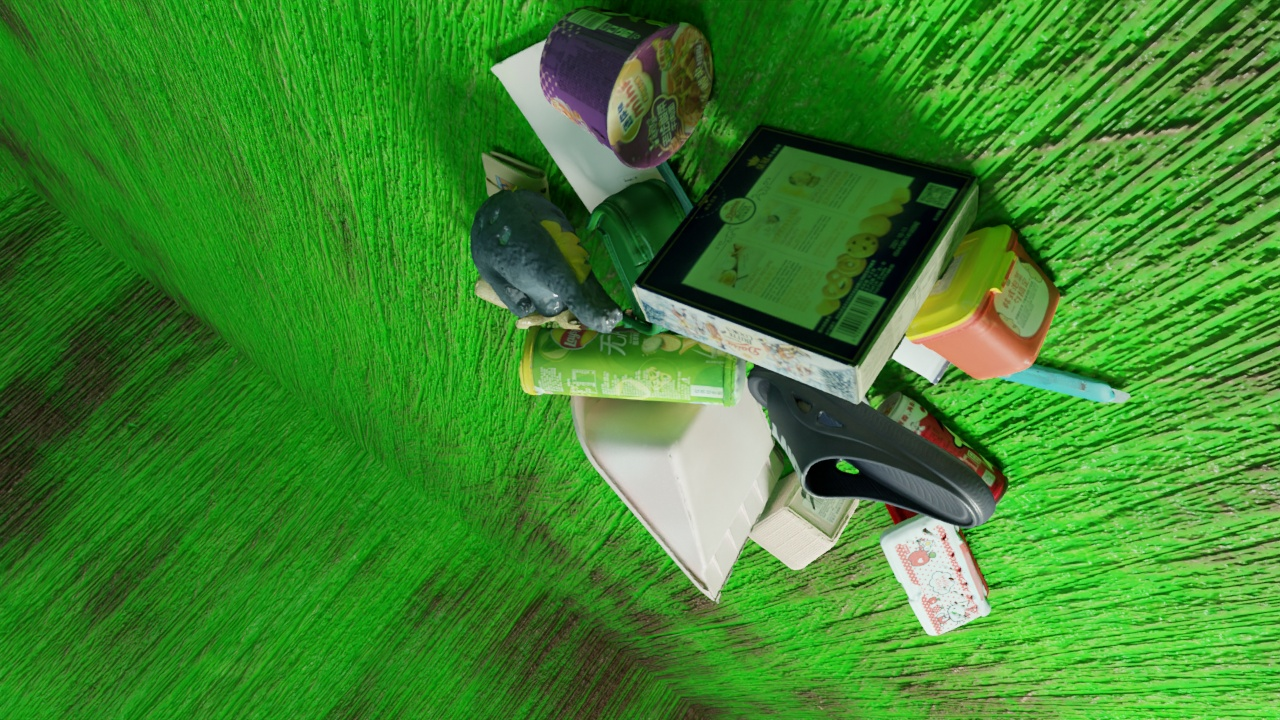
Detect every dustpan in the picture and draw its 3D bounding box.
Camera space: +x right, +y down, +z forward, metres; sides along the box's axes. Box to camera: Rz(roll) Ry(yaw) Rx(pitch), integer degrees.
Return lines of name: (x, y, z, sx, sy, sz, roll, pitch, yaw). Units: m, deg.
dustpan: (0.039, 0.092, 1.035, 0.139, 0.221, 0.274, 4, 128, 32)

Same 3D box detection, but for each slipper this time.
slipper: (0.184, 0.085, 0.832, 0.268, 0.083, 0.111, 31, 163, 40)

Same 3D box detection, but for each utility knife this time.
utility knife: (0.312, 0.010, 0.746, 0.161, 0.013, 0.029, 17, 150, 39)

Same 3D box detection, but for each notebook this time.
notebook: (-0.041, -0.200, 0.851, 0.151, 0.012, 0.209, 2, 133, 53)

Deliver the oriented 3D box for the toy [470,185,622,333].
toy: (-0.119, -0.112, 0.959, 0.357, 0.091, 0.138, 23, 140, 63)

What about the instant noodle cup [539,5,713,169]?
instant noodle cup: (-0.017, -0.216, 0.705, 0.099, 0.111, 0.112, 34, 157, 32)

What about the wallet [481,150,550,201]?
wallet: (-0.135, -0.181, 1.021, 0.087, 0.024, 0.115, 25, 154, 16)

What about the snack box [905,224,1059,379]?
snack box: (0.249, -0.039, 0.661, 0.080, 0.091, 0.082, 37, 157, -12)

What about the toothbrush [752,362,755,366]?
toothbrush: (0.143, 0.033, 1.016, 0.189, 0.017, 0.014, 51, 179, -28)

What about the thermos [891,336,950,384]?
thermos: (0.162, -0.066, 0.761, 0.224, 0.073, 0.073, 32, 155, 15)

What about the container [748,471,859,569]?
container: (0.200, 0.189, 1.122, 0.090, 0.090, 0.111, 37, 153, 4)

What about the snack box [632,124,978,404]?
snack box: (0.118, -0.079, 0.659, 0.183, 0.177, 0.046, 23, 155, 32)

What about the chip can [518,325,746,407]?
chip can: (-0.005, 0.005, 0.919, 0.221, 0.072, 0.073, 4, 147, 9)

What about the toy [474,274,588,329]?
toy: (-0.131, -0.076, 1.135, 0.157, 0.105, 0.066, 20, 108, 12)

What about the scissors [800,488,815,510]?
scissors: (0.169, 0.095, 0.950, 0.012, 0.173, 0.128, -27, 148, 20)

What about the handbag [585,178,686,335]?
handbag: (0.000, -0.090, 0.836, 0.120, 0.067, 0.131, -9, 107, 64)

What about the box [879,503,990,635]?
box: (0.324, 0.232, 1.021, 0.095, 0.091, 0.201, 9, 142, 46)

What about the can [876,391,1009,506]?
can: (0.282, 0.090, 0.876, 0.133, 0.053, 0.053, 39, 156, -1)

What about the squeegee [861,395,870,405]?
squeegee: (0.162, -0.006, 0.881, 0.246, 0.039, 0.247, 39, 172, -30)
